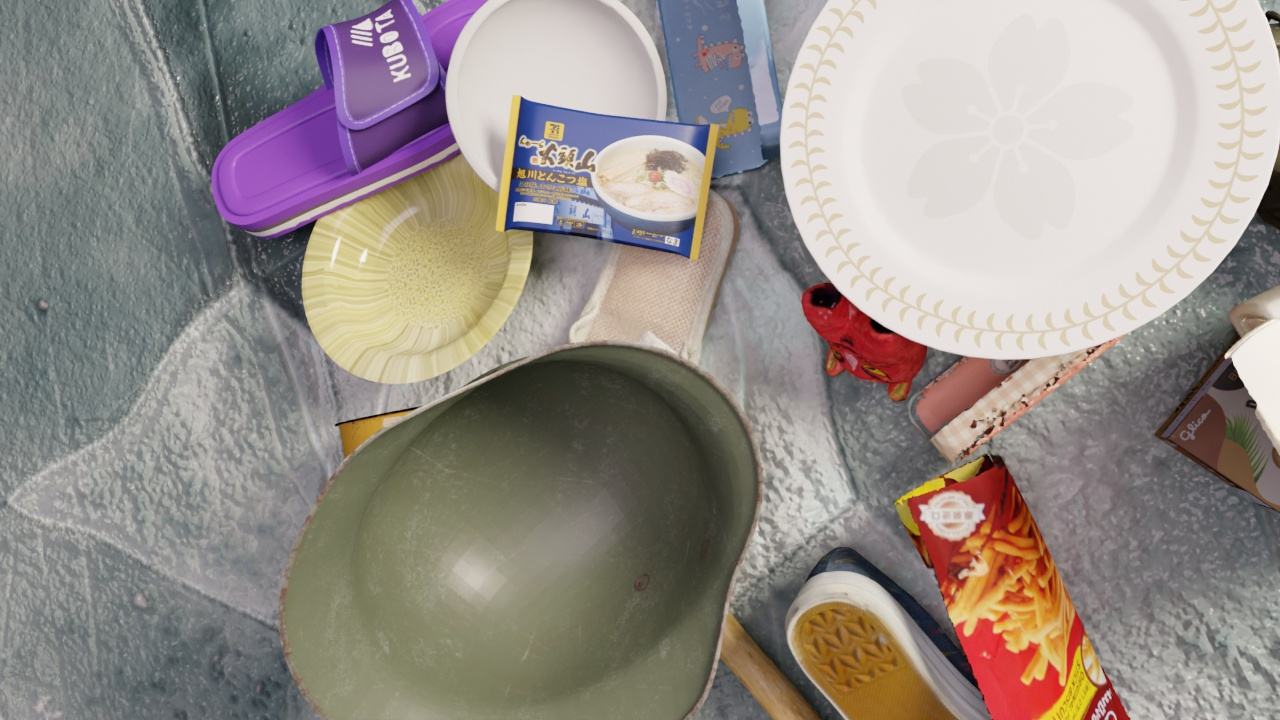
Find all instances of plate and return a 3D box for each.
[{"bbox_3d":[0.196,-0.122,0.487,0.243,0.016,0.242,2,95,19],"label":"plate"},{"bbox_3d":[-0.156,-0.069,0.667,0.185,0.036,0.184,-5,74,17],"label":"plate"}]

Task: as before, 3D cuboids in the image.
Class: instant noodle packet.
[{"bbox_3d":[-0.023,-0.118,0.595,0.134,0.026,0.087,9,98,1],"label":"instant noodle packet"}]

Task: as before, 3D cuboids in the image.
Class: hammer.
[{"bbox_3d":[0.143,0.274,0.559,0.033,0.132,0.330,-48,67,12],"label":"hammer"}]

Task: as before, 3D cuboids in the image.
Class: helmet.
[{"bbox_3d":[-0.057,0.092,0.532,0.268,0.153,0.227,-44,105,10],"label":"helmet"}]

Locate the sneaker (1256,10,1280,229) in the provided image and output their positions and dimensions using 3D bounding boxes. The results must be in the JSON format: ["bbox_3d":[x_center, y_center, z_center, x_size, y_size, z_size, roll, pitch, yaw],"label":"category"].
[{"bbox_3d":[0.344,-0.165,0.494,0.238,0.101,0.143,32,102,10],"label":"sneaker"}]

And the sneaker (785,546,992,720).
[{"bbox_3d":[0.177,0.210,0.561,0.088,0.079,0.235,-41,97,23],"label":"sneaker"}]

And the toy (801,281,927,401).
[{"bbox_3d":[0.166,-0.040,0.579,0.132,0.094,0.088,-40,49,-13],"label":"toy"}]

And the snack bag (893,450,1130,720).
[{"bbox_3d":[0.219,0.162,0.526,0.067,0.138,0.208,-27,80,45],"label":"snack bag"}]

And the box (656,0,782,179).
[{"bbox_3d":[0.046,-0.230,0.599,0.086,0.073,0.209,-11,87,20],"label":"box"}]

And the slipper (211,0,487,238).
[{"bbox_3d":[-0.205,-0.184,0.647,0.267,0.084,0.107,-26,69,10],"label":"slipper"}]

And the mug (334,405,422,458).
[{"bbox_3d":[-0.142,0.079,0.640,0.124,0.100,0.094,-11,88,11],"label":"mug"}]

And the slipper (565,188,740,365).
[{"bbox_3d":[-0.004,0.004,0.623,0.115,0.052,0.263,19,95,17],"label":"slipper"}]

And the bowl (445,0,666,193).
[{"bbox_3d":[-0.059,-0.177,0.624,0.149,0.043,0.149,-4,104,-17],"label":"bowl"}]

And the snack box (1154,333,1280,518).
[{"bbox_3d":[0.407,0.058,0.511,0.186,0.031,0.101,37,100,13],"label":"snack box"}]

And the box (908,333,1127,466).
[{"bbox_3d":[0.245,-0.011,0.549,0.187,0.056,0.071,-41,47,11],"label":"box"}]

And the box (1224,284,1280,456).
[{"bbox_3d":[0.329,0.033,0.426,0.058,0.187,0.144,-33,77,30],"label":"box"}]
